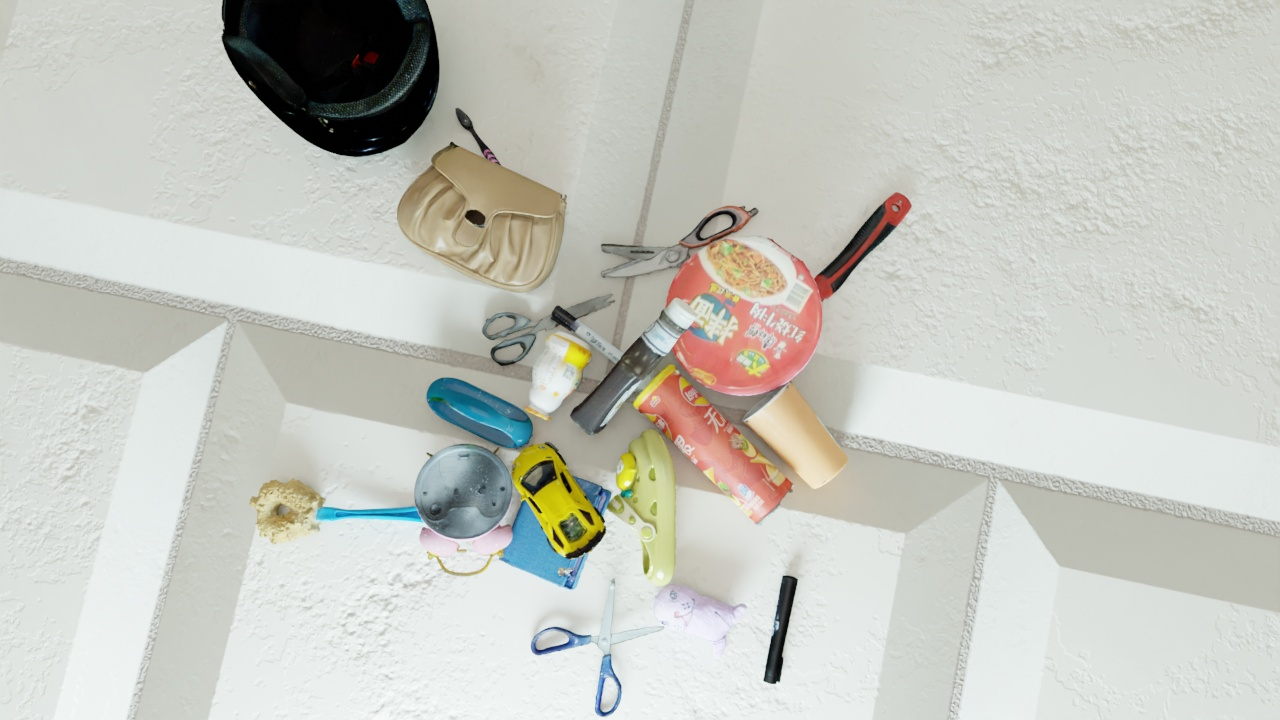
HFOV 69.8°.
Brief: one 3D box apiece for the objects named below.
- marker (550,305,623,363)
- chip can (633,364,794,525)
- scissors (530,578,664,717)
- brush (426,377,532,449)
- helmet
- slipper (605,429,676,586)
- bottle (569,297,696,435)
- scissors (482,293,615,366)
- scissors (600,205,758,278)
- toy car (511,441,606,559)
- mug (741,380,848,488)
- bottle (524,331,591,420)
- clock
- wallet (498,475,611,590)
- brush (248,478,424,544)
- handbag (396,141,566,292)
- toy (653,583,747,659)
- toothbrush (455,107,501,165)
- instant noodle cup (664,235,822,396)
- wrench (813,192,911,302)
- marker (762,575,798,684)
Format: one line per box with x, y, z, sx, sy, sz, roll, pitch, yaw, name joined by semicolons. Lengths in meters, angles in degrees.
-0.060;-0.025;1.171;0.130;0.018;0.023;38;109;0;marker
0.089;0.104;1.132;0.216;0.073;0.073;45;87;4;chip can
-0.055;0.352;1.132;0.162;0.012;0.173;7;91;8;scissors
-0.201;0.064;1.143;0.144;0.073;0.055;25;80;4;brush
-0.370;-0.383;1.119;0.233;0.230;0.274;-38;74;-12;helmet
0.001;0.180;1.113;0.081;0.092;0.190;-3;88;-13;slipper
-0.007;0.007;1.117;0.044;0.079;0.195;43;107;5;bottle
-0.115;-0.041;1.185;0.174;0.014;0.136;13;83;0;scissors
0.062;-0.144;1.187;0.196;0.015;0.215;40;88;5;scissors
-0.103;0.169;1.112;0.071;0.041;0.156;-35;71;0;toy car
0.195;0.093;1.131;0.078;0.078;0.123;-42;90;-3;mug
-0.107;0.020;1.150;0.063;0.063;0.108;26;85;4;bottle
-0.215;0.184;1.124;0.117;0.060;0.158;-2;71;-8;clock
-0.105;0.206;1.144;0.106;0.040;0.133;20;84;12;wallet
-0.364;0.191;1.156;0.254;0.046;0.083;1;80;-2;brush
-0.197;-0.177;1.155;0.204;0.100;0.148;25;90;1;handbag
0.066;0.314;1.127;0.108;0.039;0.084;21;106;2;toy
-0.190;-0.256;1.205;0.014;0.018;0.189;-35;85;-1;toothbrush
0.130;-0.055;1.135;0.194;0.065;0.194;1;94;15;instant noodle cup
0.246;-0.114;1.178;0.273;0.016;0.056;-43;85;-2;wrench
0.173;0.332;1.131;0.022;0.020;0.132;13;85;-14;marker
